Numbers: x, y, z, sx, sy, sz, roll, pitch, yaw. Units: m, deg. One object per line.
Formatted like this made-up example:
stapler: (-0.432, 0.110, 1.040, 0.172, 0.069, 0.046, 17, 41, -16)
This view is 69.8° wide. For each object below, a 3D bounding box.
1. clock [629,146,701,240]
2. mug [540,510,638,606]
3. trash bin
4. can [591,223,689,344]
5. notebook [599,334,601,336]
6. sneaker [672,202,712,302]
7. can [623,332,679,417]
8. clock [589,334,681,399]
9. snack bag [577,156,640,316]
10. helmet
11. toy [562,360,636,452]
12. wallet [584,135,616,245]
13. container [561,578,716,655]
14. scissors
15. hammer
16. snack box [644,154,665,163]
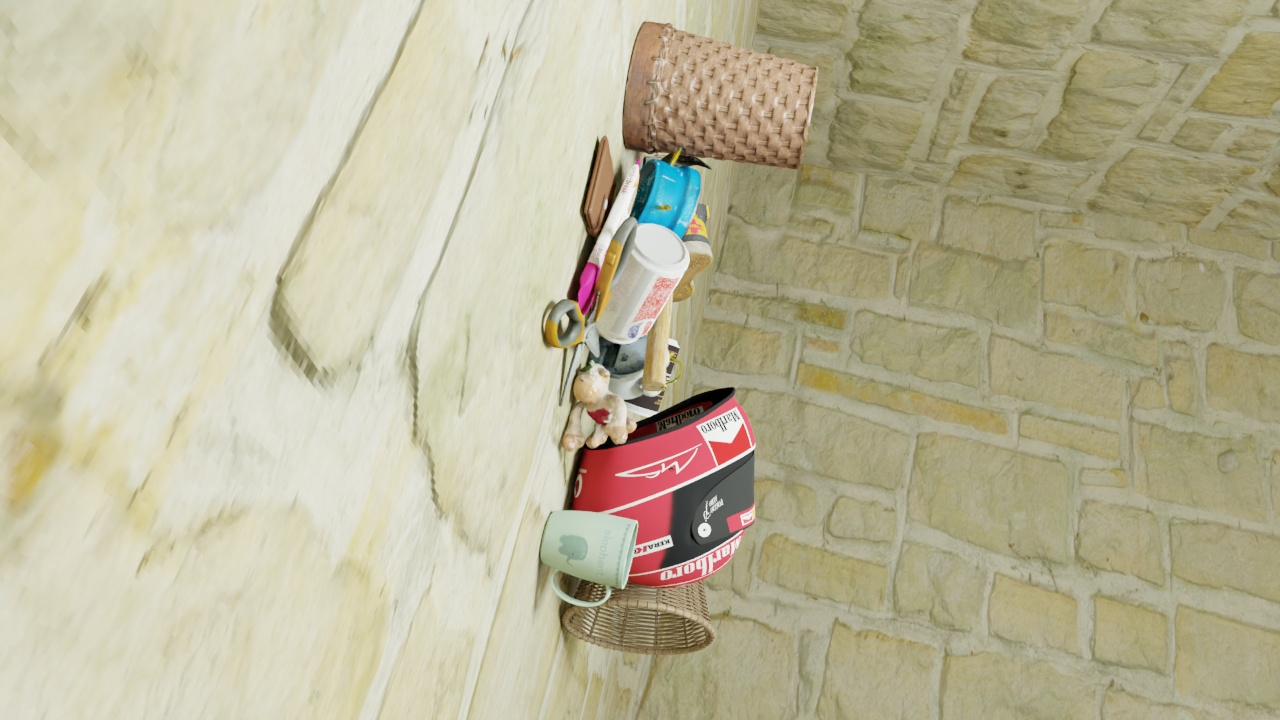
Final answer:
clock: (0.012, -0.175, 1.107, 0.162, 0.060, 0.116, -39, -143, 53)
mug: (-0.065, 0.235, 1.090, 0.084, 0.104, 0.111, 29, 71, -83)
trash bin: (0.097, -0.311, 1.095, 0.151, 0.210, 0.151, 13, 88, -84)
can: (-0.004, -0.087, 1.056, 0.078, 0.078, 0.136, -72, -170, -45)
notebook: (-0.029, -0.065, 1.256, 0.168, 0.022, 0.211, -71, 170, -56)
sneaker: (0.058, -0.183, 1.534, 0.239, 0.086, 0.122, 129, -41, -69)
can: (0.011, 0.021, 1.465, 0.072, 0.072, 0.128, 12, 97, -83)
clock: (-0.007, 0.007, 1.151, 0.057, 0.118, 0.083, 85, 16, -44)
snack bag: (-0.034, -0.132, 1.012, 0.070, 0.016, 0.196, 104, 6, -62)
helmet: (0.044, 0.185, 1.232, 0.198, 0.270, 0.224, -4, -75, 71)
toy: (-0.047, 0.050, 1.077, 0.074, 0.085, 0.106, 2, 77, -54)
wallet: (-0.041, -0.178, 0.989, 0.121, 0.013, 0.087, 77, 25, -79)
container: (0.006, 0.317, 1.395, 0.227, 0.227, 0.195, 91, 5, -56)
scissors: (-0.058, -0.041, 0.957, 0.226, 0.016, 0.225, -69, 168, 20)
hammer: (0.031, -0.119, 1.147, 0.132, 0.033, 0.329, -26, -128, 49)
snack box: (0.024, -0.225, 1.353, 0.143, 0.040, 0.148, -57, 158, -74)
